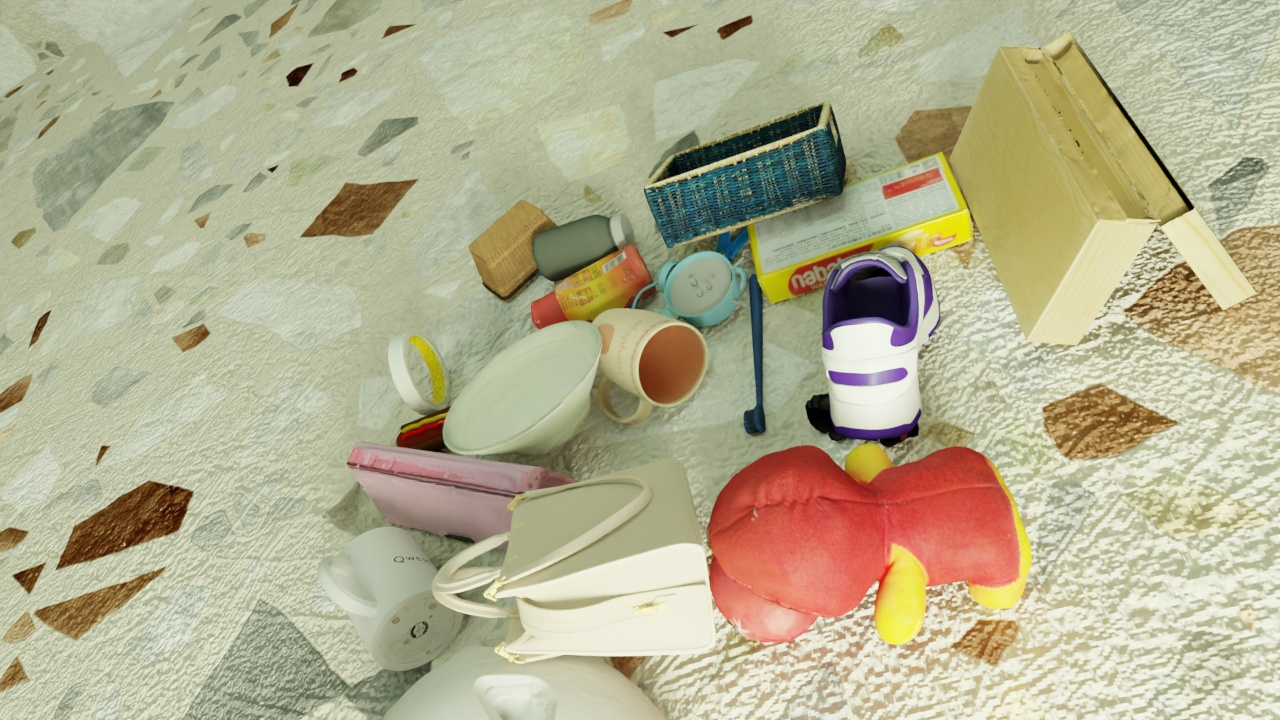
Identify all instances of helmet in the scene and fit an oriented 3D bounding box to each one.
[{"bbox_3d":[-0.070,0.323,0.617,0.224,0.184,0.282,-38,64,1],"label":"helmet"}]

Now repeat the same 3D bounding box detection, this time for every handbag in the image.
[{"bbox_3d":[-0.054,0.149,0.679,0.198,0.101,0.194,-8,13,0],"label":"handbag"}]

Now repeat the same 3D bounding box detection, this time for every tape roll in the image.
[{"bbox_3d":[-0.236,0.012,0.984,0.019,0.094,0.093,-20,45,13],"label":"tape roll"}]

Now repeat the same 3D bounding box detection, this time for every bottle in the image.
[{"bbox_3d":[-0.053,-0.070,0.984,0.134,0.048,0.071,-27,43,6],"label":"bottle"},{"bbox_3d":[-0.064,-0.130,1.034,0.109,0.060,0.060,-15,47,19],"label":"bottle"}]

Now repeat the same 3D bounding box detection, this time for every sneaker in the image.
[{"bbox_3d":[0.191,-0.050,0.748,0.092,0.111,0.243,-4,33,22],"label":"sneaker"}]

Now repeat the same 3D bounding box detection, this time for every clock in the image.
[{"bbox_3d":[0.045,-0.066,0.919,0.123,0.042,0.087,-15,58,24],"label":"clock"}]

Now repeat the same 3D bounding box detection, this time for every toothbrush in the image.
[{"bbox_3d":[0.107,-0.009,0.864,0.017,0.016,0.189,-17,46,25],"label":"toothbrush"}]

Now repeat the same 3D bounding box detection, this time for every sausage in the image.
[{"bbox_3d":[-0.184,0.063,0.950,0.156,0.040,0.040,-21,45,12],"label":"sausage"}]

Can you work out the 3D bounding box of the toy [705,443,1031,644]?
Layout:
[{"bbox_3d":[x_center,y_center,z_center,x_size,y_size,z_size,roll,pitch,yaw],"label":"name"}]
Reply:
[{"bbox_3d":[0.153,0.112,0.629,0.216,0.099,0.147,0,40,-9],"label":"toy"}]

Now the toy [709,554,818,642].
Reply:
[{"bbox_3d":[0.108,0.153,0.693,0.092,0.062,0.132,33,55,29],"label":"toy"}]

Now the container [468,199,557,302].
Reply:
[{"bbox_3d":[-0.146,-0.134,1.083,0.114,0.061,0.063,-44,45,-11],"label":"container"}]

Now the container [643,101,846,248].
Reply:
[{"bbox_3d":[0.112,-0.190,0.941,0.188,0.071,0.145,-15,21,21],"label":"container"}]

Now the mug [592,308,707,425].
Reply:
[{"bbox_3d":[-0.005,0.005,0.878,0.104,0.085,0.111,26,97,51],"label":"mug"}]

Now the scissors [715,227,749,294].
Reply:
[{"bbox_3d":[0.092,-0.106,0.957,0.131,0.018,0.109,-46,48,-12],"label":"scissors"}]

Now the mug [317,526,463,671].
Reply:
[{"bbox_3d":[-0.226,0.201,0.796,0.096,0.119,0.083,36,91,44],"label":"mug"}]

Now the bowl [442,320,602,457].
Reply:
[{"bbox_3d":[-0.098,0.041,0.866,0.177,0.058,0.176,-27,28,16],"label":"bowl"}]

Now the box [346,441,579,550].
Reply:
[{"bbox_3d":[-0.168,0.131,0.851,0.233,0.099,0.080,4,76,31],"label":"box"}]

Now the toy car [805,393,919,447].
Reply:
[{"bbox_3d":[0.182,0.043,0.755,0.092,0.042,0.036,4,47,32],"label":"toy car"}]

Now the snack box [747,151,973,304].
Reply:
[{"bbox_3d":[0.208,-0.127,0.890,0.201,0.042,0.092,-18,46,15],"label":"snack box"}]

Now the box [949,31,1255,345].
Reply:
[{"bbox_3d":[0.368,-0.152,0.757,0.179,0.142,0.248,-11,47,8],"label":"box"}]
